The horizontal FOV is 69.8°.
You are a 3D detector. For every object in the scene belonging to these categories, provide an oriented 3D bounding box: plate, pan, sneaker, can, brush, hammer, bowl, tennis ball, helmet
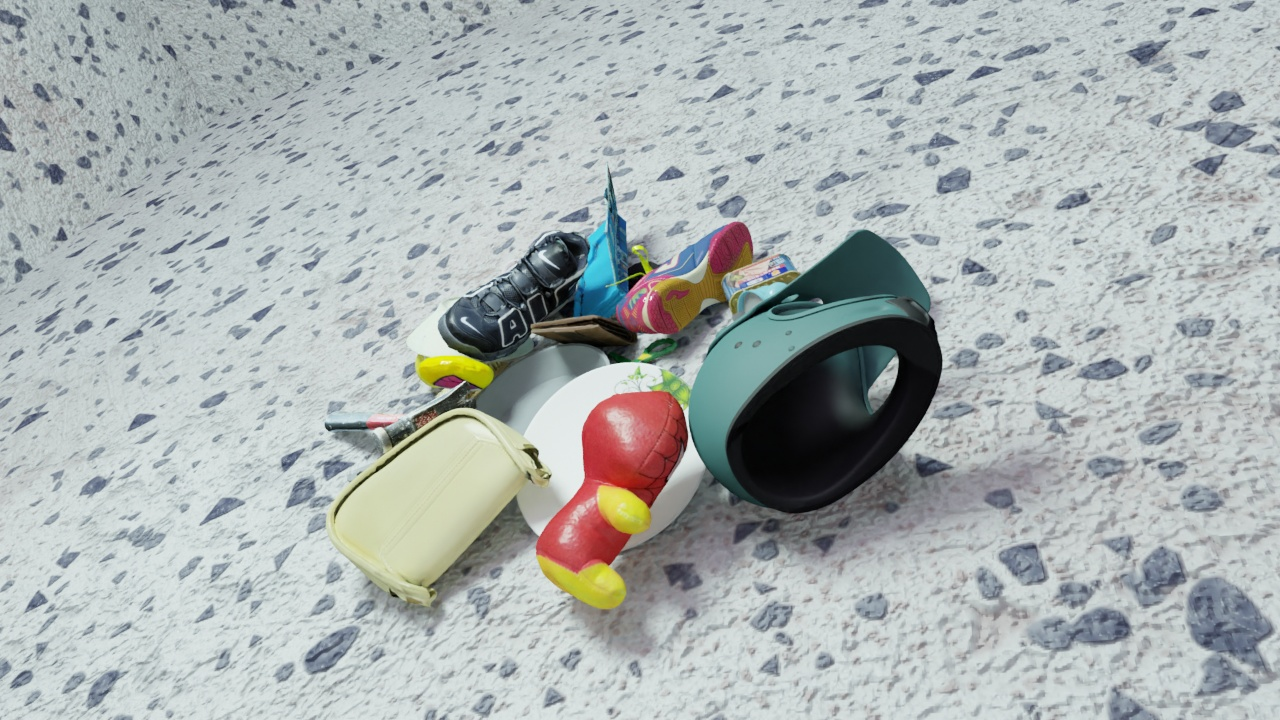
[{"bbox_3d":[-0.030,0.108,1.007,0.230,0.030,0.229,-12,55,18],"label":"plate"},{"bbox_3d":[-0.196,0.086,1.146,0.357,0.051,0.200,-26,33,2],"label":"pan"},{"bbox_3d":[-0.147,-0.098,1.198,0.251,0.097,0.151,-42,-1,-44],"label":"sneaker"},{"bbox_3d":[0.157,-0.091,1.167,0.100,0.054,0.059,-20,32,5],"label":"can"},{"bbox_3d":[-0.229,0.034,1.248,0.049,0.039,0.116,10,44,42],"label":"brush"},{"bbox_3d":[0.057,-0.116,1.211,0.091,0.116,0.241,-1,30,47],"label":"sneaker"},{"bbox_3d":[-0.333,0.075,1.189,0.140,0.036,0.327,-28,13,-35],"label":"hammer"},{"bbox_3d":[-0.236,-0.051,1.281,0.176,0.058,0.176,4,18,-1],"label":"bowl"},{"bbox_3d":[-0.285,0.006,1.297,0.065,0.065,0.065,-16,35,12],"label":"tennis ball"},{"bbox_3d":[0.168,0.011,0.882,0.275,0.176,0.200,-44,16,12],"label":"helmet"}]

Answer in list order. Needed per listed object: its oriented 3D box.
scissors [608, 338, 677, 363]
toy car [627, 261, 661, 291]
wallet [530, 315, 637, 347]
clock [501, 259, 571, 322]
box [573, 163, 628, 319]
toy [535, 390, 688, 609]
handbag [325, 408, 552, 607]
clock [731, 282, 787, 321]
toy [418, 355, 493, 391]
[{"bbox_3d":[-0.008,0.011,1.167,0.125,0.011,0.130,-26,33,7],"label":"scissors"},{"bbox_3d":[0.012,-0.122,1.313,0.092,0.036,0.042,-7,37,24],"label":"toy car"},{"bbox_3d":[-0.071,-0.035,1.193,0.099,0.121,0.027,-4,81,26],"label":"wallet"},{"bbox_3d":[-0.177,-0.107,1.384,0.158,0.059,0.116,3,44,42],"label":"clock"},{"bbox_3d":[-0.044,-0.159,1.320,0.070,0.171,0.243,13,33,-11],"label":"box"},{"bbox_3d":[-0.025,0.122,0.878,0.148,0.098,0.216,-10,55,65],"label":"toy"},{"bbox_3d":[-0.218,0.155,1.012,0.232,0.088,0.191,-46,51,-3],"label":"handbag"},{"bbox_3d":[0.158,-0.050,1.082,0.041,0.087,0.123,-24,20,-24],"label":"clock"},{"bbox_3d":[-0.233,0.015,1.164,0.095,0.094,0.041,5,78,0],"label":"toy"}]
